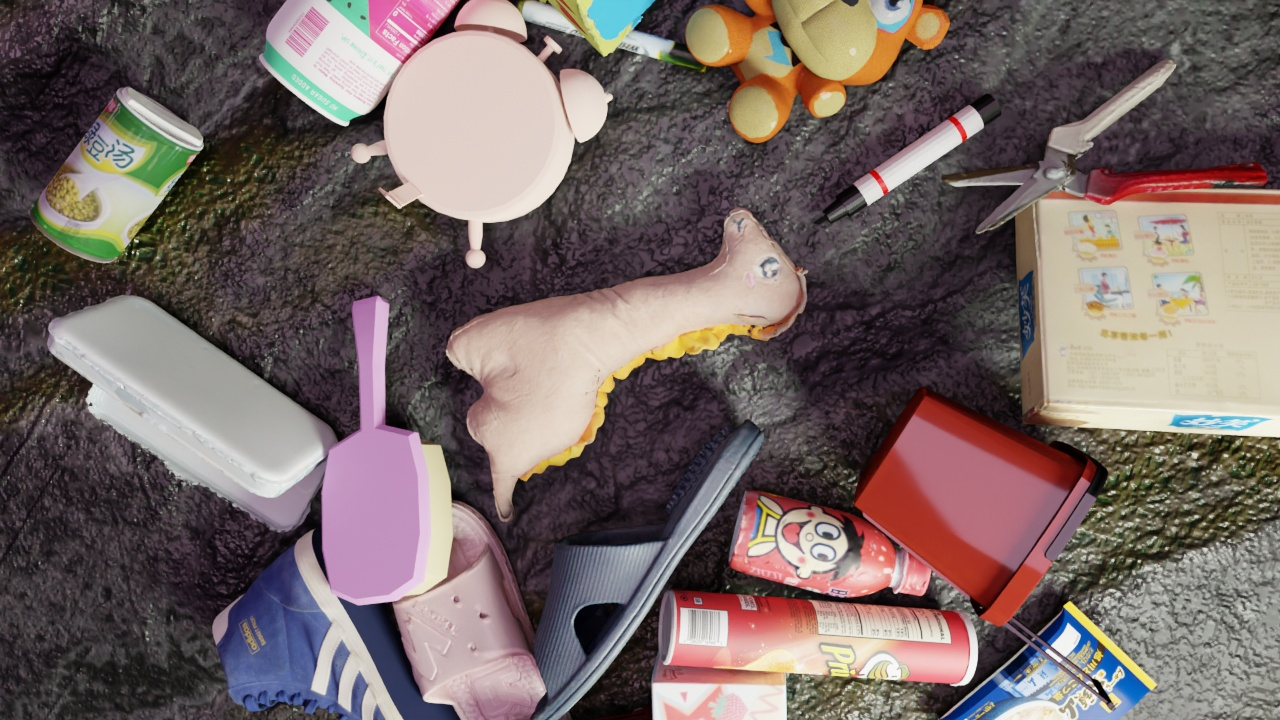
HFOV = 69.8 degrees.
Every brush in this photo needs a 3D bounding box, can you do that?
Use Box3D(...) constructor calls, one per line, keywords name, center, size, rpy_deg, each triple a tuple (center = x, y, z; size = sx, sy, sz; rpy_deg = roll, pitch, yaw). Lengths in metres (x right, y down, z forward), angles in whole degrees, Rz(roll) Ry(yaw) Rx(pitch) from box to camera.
Box3D(name="brush", center=(-0.192, 0.065, 0.689), size=(0.089, 0.043, 0.228), rpy_deg=(-11, 74, 18))

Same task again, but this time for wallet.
Box3D(name="wallet", center=(-0.043, 0.307, 0.693), size=(0.115, 0.018, 0.091), rpy_deg=(-9, 112, -7))

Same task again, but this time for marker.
Box3D(name="marker", center=(0.185, -0.138, 0.648), size=(0.146, 0.019, 0.019), rpy_deg=(-34, 90, 8))
Box3D(name="marker", center=(-0.019, -0.236, 0.667), size=(0.146, 0.017, 0.017), rpy_deg=(18, 96, 6))

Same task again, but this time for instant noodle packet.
Box3D(name="instant noodle packet", center=(0.291, 0.249, 0.664), size=(0.087, 0.026, 0.134), rpy_deg=(43, 99, -1))

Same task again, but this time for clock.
Box3D(name="clock", center=(-0.115, -0.168, 0.655), size=(0.131, 0.086, 0.160), rpy_deg=(43, 92, 2))

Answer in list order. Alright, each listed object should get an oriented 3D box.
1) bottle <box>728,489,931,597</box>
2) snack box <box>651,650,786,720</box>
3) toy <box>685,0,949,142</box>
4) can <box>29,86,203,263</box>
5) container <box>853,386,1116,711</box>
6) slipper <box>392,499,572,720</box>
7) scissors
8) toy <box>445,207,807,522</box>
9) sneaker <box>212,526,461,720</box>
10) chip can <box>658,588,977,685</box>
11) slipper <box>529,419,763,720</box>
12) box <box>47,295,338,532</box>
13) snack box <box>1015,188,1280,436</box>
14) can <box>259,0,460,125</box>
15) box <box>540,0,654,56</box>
Box3D(name="bottle", center=(0.135, 0.136, 0.656), size=(0.137, 0.062, 0.062), rpy_deg=(13, 96, 6))
Box3D(name="snack box", center=(0.058, 0.263, 0.666), size=(0.095, 0.079, 0.093), rpy_deg=(-1, 94, 7))
Box3D(name="toy", center=(0.123, -0.227, 0.618), size=(0.176, 0.096, 0.112), rpy_deg=(-31, 90, -3))
Box3D(name="can", center=(-0.395, -0.140, 0.695), size=(0.067, 0.067, 0.121), rpy_deg=(42, 98, 2))
Box3D(name="container", center=(0.247, 0.110, 0.597), size=(0.201, 0.148, 0.127), rpy_deg=(33, 99, 12))
Box3D(name="slipper", center=(-0.125, 0.225, 0.694), size=(0.094, 0.064, 0.239), rpy_deg=(-24, 93, 8))
Box3D(name="scissors", center=(0.305, -0.136, 0.599), size=(0.196, 0.015, 0.179), rpy_deg=(17, 66, 15))
Box3D(name="toy", center=(-0.004, 0.004, 0.669), size=(0.264, 0.065, 0.196), rpy_deg=(-11, 102, 1))
Box3D(name="sneaker", center=(-0.232, 0.257, 0.695), size=(0.118, 0.091, 0.233), rpy_deg=(-33, 89, 4))
Box3D(name="chip can", center=(0.122, 0.194, 0.642), size=(0.214, 0.052, 0.052), rpy_deg=(6, 95, -7))
Box3D(name="slipper", center=(-0.013, 0.139, 0.663), size=(0.082, 0.101, 0.263), rpy_deg=(36, 92, 10))
Box3D(name="box", center=(-0.338, 0.045, 0.685), size=(0.211, 0.105, 0.130), rpy_deg=(29, 101, 4))
Box3D(name="snack box", center=(0.356, -0.032, 0.594), size=(0.207, 0.055, 0.153), rpy_deg=(3, 74, 7))
Box3D(name="can", center=(-0.188, -0.255, 0.649), size=(0.088, 0.088, 0.166), rpy_deg=(42, 98, 2))
Box3D(name="box", center=(0.016, -0.317, 0.595), size=(0.221, 0.124, 0.083), rpy_deg=(-43, 84, 6))
